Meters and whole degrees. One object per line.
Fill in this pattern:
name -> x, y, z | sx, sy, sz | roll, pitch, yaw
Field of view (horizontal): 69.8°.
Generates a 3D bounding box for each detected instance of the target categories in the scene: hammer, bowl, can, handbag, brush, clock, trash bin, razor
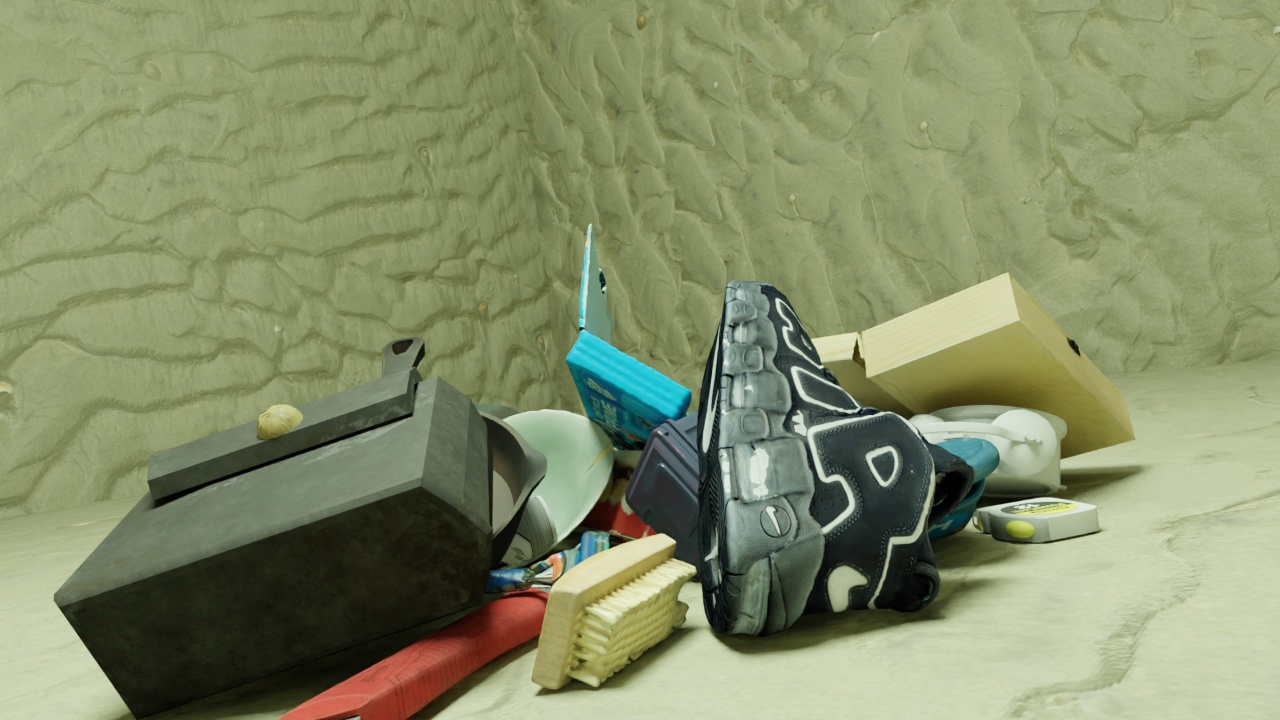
hammer -> -0.116, 0.145, 0.385 | 0.126, 0.036, 0.315 | -10, -3, 18
bowl -> -0.093, 0.125, 0.761 | 0.174, 0.068, 0.173 | -16, 39, 13
can -> -0.115, 0.133, 0.653 | 0.106, 0.044, 0.044 | -19, 3, -20
handbag -> -0.184, 0.068, 0.519 | 0.197, 0.102, 0.199 | -19, 23, -2
brush -> -0.010, 0.124, 0.458 | 0.039, 0.049, 0.117 | 18, 10, 27
clock -> 0.269, 0.066, 0.715 | 0.120, 0.061, 0.159 | -6, -22, 39
trash bin -> 0.077, 0.069, 0.636 | 0.160, 0.094, 0.092 | -22, -33, -39
razor -> -0.086, 0.121, 0.511 | 0.141, 0.018, 0.043 | -7, 31, 4

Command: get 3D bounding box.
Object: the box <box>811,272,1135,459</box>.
box -> 0.259, 0.032, 0.807 | 0.258, 0.076, 0.247 | -11, -32, 44

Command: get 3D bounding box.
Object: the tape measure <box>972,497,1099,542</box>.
tape measure -> 0.266, 0.107, 0.619 | 0.064, 0.017, 0.065 | -7, -1, -14

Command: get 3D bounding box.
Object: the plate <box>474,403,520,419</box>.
plate -> -0.175, 0.103, 0.836 | 0.172, 0.173, 0.019 | -6, 40, -41

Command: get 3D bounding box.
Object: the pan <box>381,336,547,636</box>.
pan -> -0.190, 0.077, 0.678 | 0.248, 0.043, 0.355 | -9, 28, -2

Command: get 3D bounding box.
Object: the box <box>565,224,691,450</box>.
box -> -0.023, 0.013, 0.751 | 0.075, 0.167, 0.244 | -27, -15, -6

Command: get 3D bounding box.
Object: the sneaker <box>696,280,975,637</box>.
sneaker -> 0.112, 0.043, 0.528 | 0.151, 0.097, 0.251 | 7, 44, -2

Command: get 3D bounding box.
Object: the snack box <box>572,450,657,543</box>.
snack box -> -0.030, 0.116, 0.796 | 0.044, 0.076, 0.273 | 31, -16, -21

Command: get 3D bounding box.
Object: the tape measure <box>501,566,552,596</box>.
tape measure -> -0.054, 0.145, 0.590 | 0.060, 0.020, 0.062 | -7, -1, 19

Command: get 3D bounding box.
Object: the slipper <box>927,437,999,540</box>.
slipper -> 0.178, 0.100, 0.635 | 0.104, 0.059, 0.214 | -15, -14, -4
